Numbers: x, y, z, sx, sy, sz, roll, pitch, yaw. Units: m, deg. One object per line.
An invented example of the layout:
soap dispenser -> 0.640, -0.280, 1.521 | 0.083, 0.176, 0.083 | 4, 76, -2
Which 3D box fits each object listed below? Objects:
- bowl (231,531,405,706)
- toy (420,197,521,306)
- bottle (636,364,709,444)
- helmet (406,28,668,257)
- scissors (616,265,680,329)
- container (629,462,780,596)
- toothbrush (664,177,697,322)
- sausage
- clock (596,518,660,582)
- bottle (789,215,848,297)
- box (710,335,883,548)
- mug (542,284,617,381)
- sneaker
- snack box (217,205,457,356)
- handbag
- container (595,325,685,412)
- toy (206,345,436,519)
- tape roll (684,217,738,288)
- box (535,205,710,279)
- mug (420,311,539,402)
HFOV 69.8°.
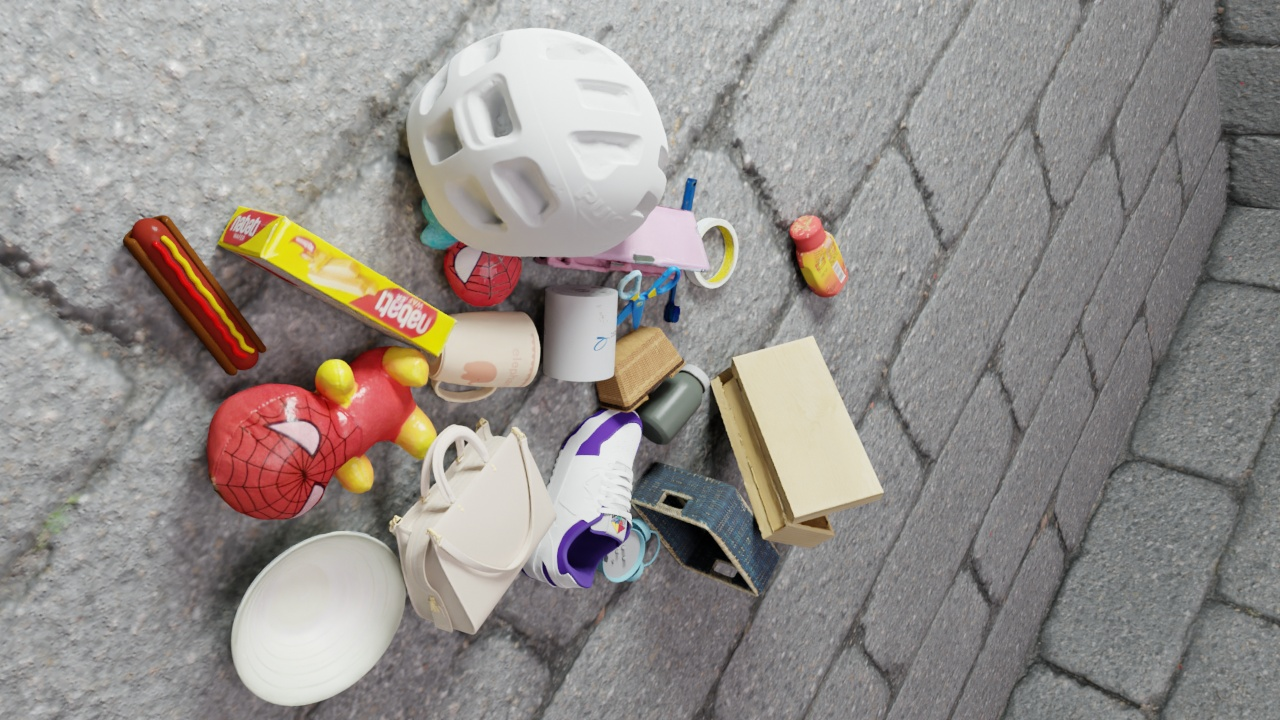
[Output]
bowl -> -0.323, 0.243, 0.903 | 0.176, 0.058, 0.177 | -16, 114, -42
toy -> -0.172, -0.119, 0.947 | 0.092, 0.062, 0.133 | -48, 120, -34
bottle -> 0.044, 0.057, 1.217 | 0.108, 0.060, 0.060 | -48, 131, -24
helmet -> -0.079, -0.217, 0.921 | 0.281, 0.184, 0.224 | 0, 78, -56
scissors -> -0.009, -0.071, 1.107 | 0.109, 0.018, 0.131 | 9, 136, -47
container -> 0.091, 0.230, 1.257 | 0.071, 0.145, 0.187 | -55, 134, -23
toothbrush -> 0.055, -0.142, 1.199 | 0.016, 0.017, 0.190 | 0, 102, -46
sausage -> -0.373, -0.053, 0.774 | 0.040, 0.040, 0.156 | -45, 130, -27
clock -> -0.016, 0.256, 1.232 | 0.123, 0.042, 0.087 | 6, 98, -45
bottle -> 0.269, -0.159, 1.388 | 0.071, 0.048, 0.134 | -53, 133, -20
box -> 0.199, 0.111, 1.252 | 0.141, 0.248, 0.180 | 3, 144, -32
mug -> -0.064, -0.037, 1.074 | 0.119, 0.083, 0.096 | -35, 130, -68
sneaker -> -0.050, 0.169, 1.118 | 0.092, 0.111, 0.244 | 40, 73, -44
snack box -> -0.270, -0.069, 0.835 | 0.200, 0.092, 0.042 | 35, 77, -45
handbag -> -0.178, 0.149, 0.956 | 0.194, 0.101, 0.198 | -54, 144, -45
container -> -0.007, 0.007, 1.153 | 0.113, 0.063, 0.061 | -40, 120, -30
toy -> -0.295, 0.065, 0.848 | 0.215, 0.099, 0.148 | -25, 122, -40
tape roll -> 0.095, -0.145, 1.238 | 0.093, 0.019, 0.094 | -16, 114, -42
box -> -0.010, -0.147, 1.086 | 0.232, 0.080, 0.099 | 2, 101, -46
mug -> -0.177, 0.000, 0.970 | 0.104, 0.085, 0.112 | 1, 131, -36
